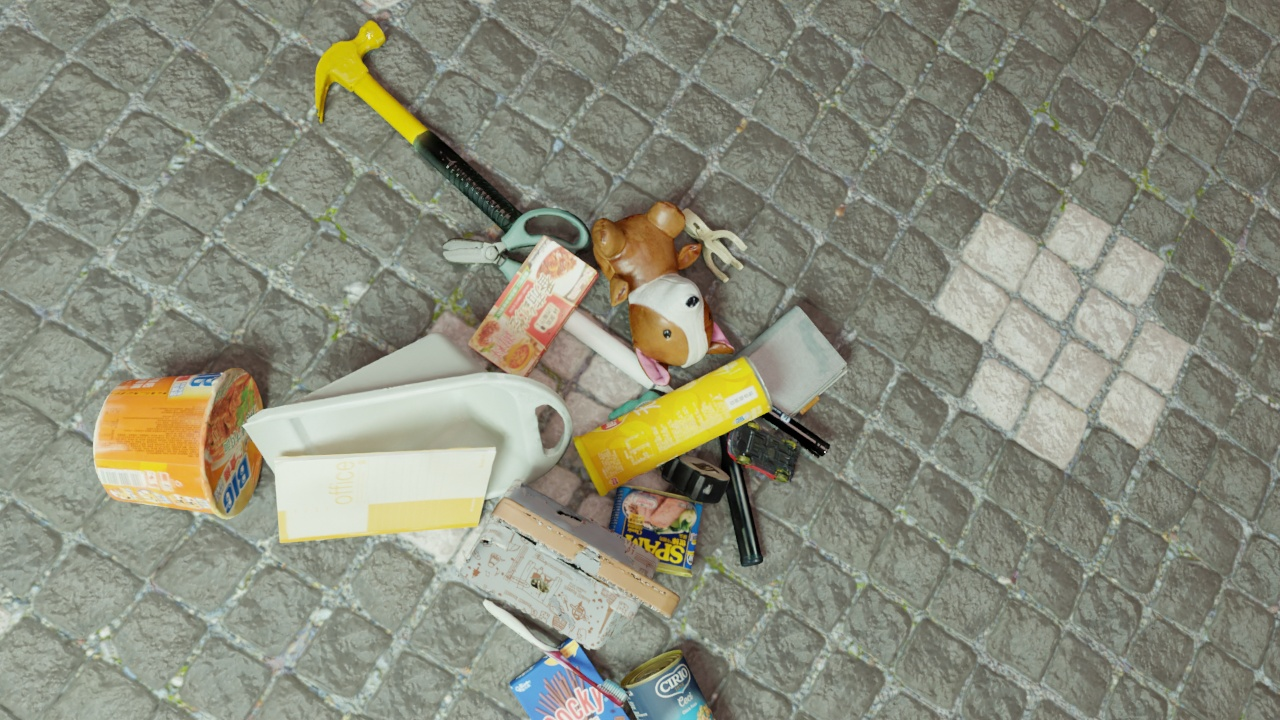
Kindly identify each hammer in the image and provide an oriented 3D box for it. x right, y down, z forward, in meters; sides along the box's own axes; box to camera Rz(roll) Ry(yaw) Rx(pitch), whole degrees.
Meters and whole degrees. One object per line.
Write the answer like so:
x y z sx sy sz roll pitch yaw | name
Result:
-0.255 -0.257 1.069 0.300 0.033 0.128 42 76 0 | hammer

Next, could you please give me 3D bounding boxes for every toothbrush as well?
-0.006 0.006 1.065 0.221 0.026 0.027 36 118 -2 | toothbrush
0.107 0.129 1.057 0.027 0.026 0.212 -11 84 1 | toothbrush
-0.092 0.306 0.973 0.187 0.016 0.017 31 60 16 | toothbrush

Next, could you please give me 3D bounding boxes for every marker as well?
0.159 0.068 1.059 0.132 0.020 0.022 34 120 0 | marker

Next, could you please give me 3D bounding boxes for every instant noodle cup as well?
-0.458 0.080 0.915 0.111 0.151 0.151 2 79 -2 | instant noodle cup

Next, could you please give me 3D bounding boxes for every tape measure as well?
0.065 0.133 1.031 0.066 0.066 0.033 15 103 -45 | tape measure

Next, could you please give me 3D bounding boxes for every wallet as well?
0.168 0.015 1.087 0.129 0.037 0.106 -40 92 -1 | wallet

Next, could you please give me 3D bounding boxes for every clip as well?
0.088 -0.135 1.111 0.035 0.096 0.101 -42 47 -14 | clip

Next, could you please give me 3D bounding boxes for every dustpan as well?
-0.208 0.092 0.912 0.257 0.223 0.142 -37 58 -24 | dustpan

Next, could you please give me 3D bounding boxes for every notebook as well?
-0.258 0.136 0.928 0.206 0.146 0.010 -1 49 -20 | notebook

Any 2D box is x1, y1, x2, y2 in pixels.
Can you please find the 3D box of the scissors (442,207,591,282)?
-0.138 -0.141 1.049 0.185 0.019 0.129 21 95 -17 | scissors

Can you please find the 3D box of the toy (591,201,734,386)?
0.026 -0.078 1.046 0.140 0.131 0.199 -21 93 -22 | toy

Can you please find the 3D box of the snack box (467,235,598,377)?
-0.120 -0.058 1.036 0.075 0.025 0.153 36 91 2 | snack box

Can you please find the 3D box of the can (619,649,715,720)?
0.036 0.377 0.977 0.075 0.075 0.111 -26 85 -14 | can

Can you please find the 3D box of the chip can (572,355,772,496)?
0.035 0.070 1.004 0.213 0.072 0.072 -26 85 -4 | chip can

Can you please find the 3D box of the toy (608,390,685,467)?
0.024 0.078 1.055 0.096 0.030 0.092 -28 89 -7 | toy

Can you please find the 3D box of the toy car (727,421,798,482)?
0.139 0.104 1.055 0.106 0.031 0.049 27 70 -33 | toy car

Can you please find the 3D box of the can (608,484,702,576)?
0.014 0.189 1.019 0.102 0.057 0.083 14 75 -8 | can

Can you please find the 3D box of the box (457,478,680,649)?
-0.068 0.193 0.889 0.178 0.262 0.102 30 56 -3 | box

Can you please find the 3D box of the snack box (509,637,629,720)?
-0.062 0.387 0.983 0.084 0.026 0.157 -34 87 -14 | snack box
